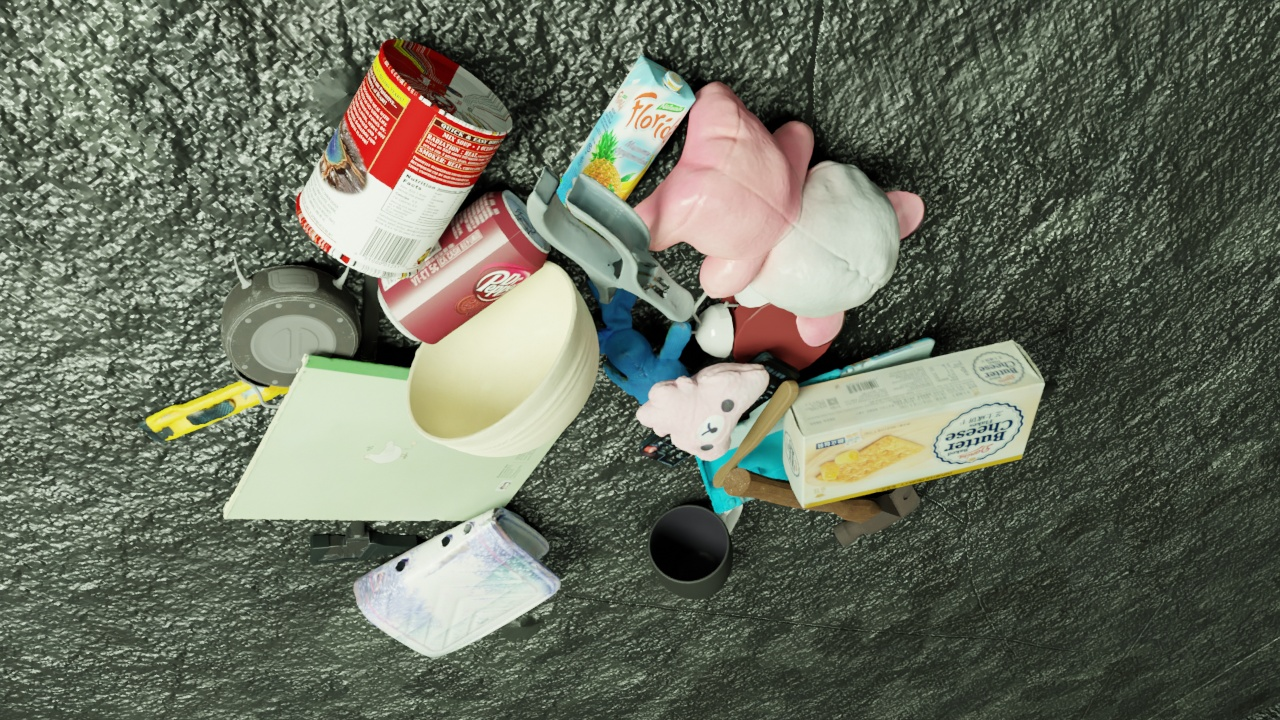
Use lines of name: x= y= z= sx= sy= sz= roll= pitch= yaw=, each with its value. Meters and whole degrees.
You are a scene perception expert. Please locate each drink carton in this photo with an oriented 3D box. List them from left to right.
drink carton: x=-0.015 y=-0.143 z=0.621 sx=0.044 sy=0.038 sz=0.129 roll=17 pitch=125 yaw=-33

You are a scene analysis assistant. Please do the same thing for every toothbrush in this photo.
toothbrush: x=0.099 y=0.067 z=0.796 sx=0.016 sy=0.016 sz=0.167 roll=-5 pitch=147 yaw=-24

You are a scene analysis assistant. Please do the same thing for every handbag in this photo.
handbag: x=-0.172 y=0.204 z=0.874 sx=0.159 sy=0.069 sz=0.126 roll=-30 pitch=136 yaw=8

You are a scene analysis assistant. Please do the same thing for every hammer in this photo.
hammer: x=-0.221 y=0.059 z=0.757 sx=0.095 sy=0.015 sz=0.326 roll=-1 pitch=132 yaw=-21
hammer: x=0.185 y=0.141 z=0.928 sx=0.115 sy=0.033 sz=0.322 roll=-39 pitch=146 yaw=25

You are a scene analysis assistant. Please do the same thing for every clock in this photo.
clock: x=-0.246 y=-0.022 z=0.647 sx=0.091 sy=0.043 sz=0.123 roll=-1 pitch=134 yaw=-24
clock: x=0.105 y=-0.037 z=0.761 sx=0.137 sy=0.048 sz=0.096 roll=17 pitch=124 yaw=-33

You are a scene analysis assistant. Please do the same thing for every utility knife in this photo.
utility knife: x=-0.301 y=0.025 z=0.695 sx=0.163 sy=0.017 sz=0.030 roll=-24 pitch=145 yaw=-1

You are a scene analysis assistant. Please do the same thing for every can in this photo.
can: x=-0.145 y=-0.120 z=0.560 sx=0.086 sy=0.086 sz=0.117 roll=21 pitch=122 yaw=-35
can: x=-0.123 y=-0.064 z=0.639 sx=0.114 sy=0.063 sz=0.063 roll=-34 pitch=135 yaw=12

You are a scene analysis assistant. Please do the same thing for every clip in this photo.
clip: x=-0.008 y=-0.069 z=0.605 sx=0.028 sy=0.108 sz=0.163 roll=-66 pitch=155 yaw=-13

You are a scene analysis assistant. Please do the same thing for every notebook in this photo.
notebook: x=-0.184 y=0.074 z=0.753 sx=0.252 sy=0.010 sz=0.182 roll=9 pitch=130 yaw=-41

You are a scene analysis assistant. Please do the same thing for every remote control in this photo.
remote control: x=0.064 y=0.040 z=0.777 sx=0.047 sy=0.022 sz=0.151 roll=26 pitch=127 yaw=-39

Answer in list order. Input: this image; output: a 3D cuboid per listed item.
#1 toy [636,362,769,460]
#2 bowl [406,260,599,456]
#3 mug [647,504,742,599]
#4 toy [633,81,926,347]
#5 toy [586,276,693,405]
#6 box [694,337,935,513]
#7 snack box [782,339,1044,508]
toy: x=0.044 y=0.038 z=0.720 sx=0.095 sy=0.052 sz=0.099 roll=8 pitch=127 yaw=-30
bowl: x=-0.087 y=0.009 z=0.659 sx=0.151 sy=0.150 sz=0.075 roll=-34 pitch=133 yaw=12
mug: x=0.066 y=0.195 z=0.958 sx=0.118 sy=0.085 sz=0.100 roll=-46 pitch=153 yaw=-17
toy: x=0.103 y=-0.097 z=0.656 sx=0.213 sy=0.084 sz=0.142 roll=26 pitch=95 yaw=-33
toy: x=-0.004 y=0.004 z=0.750 sx=0.113 sy=0.071 sz=0.176 roll=-42 pitch=133 yaw=4
box: x=0.160 y=0.054 z=0.866 sx=0.227 sy=0.056 sz=0.185 roll=-21 pitch=144 yaw=-1
snack box: x=0.230 y=0.057 z=0.792 sx=0.208 sy=0.057 sz=0.104 roll=-12 pitch=136 yaw=-3
